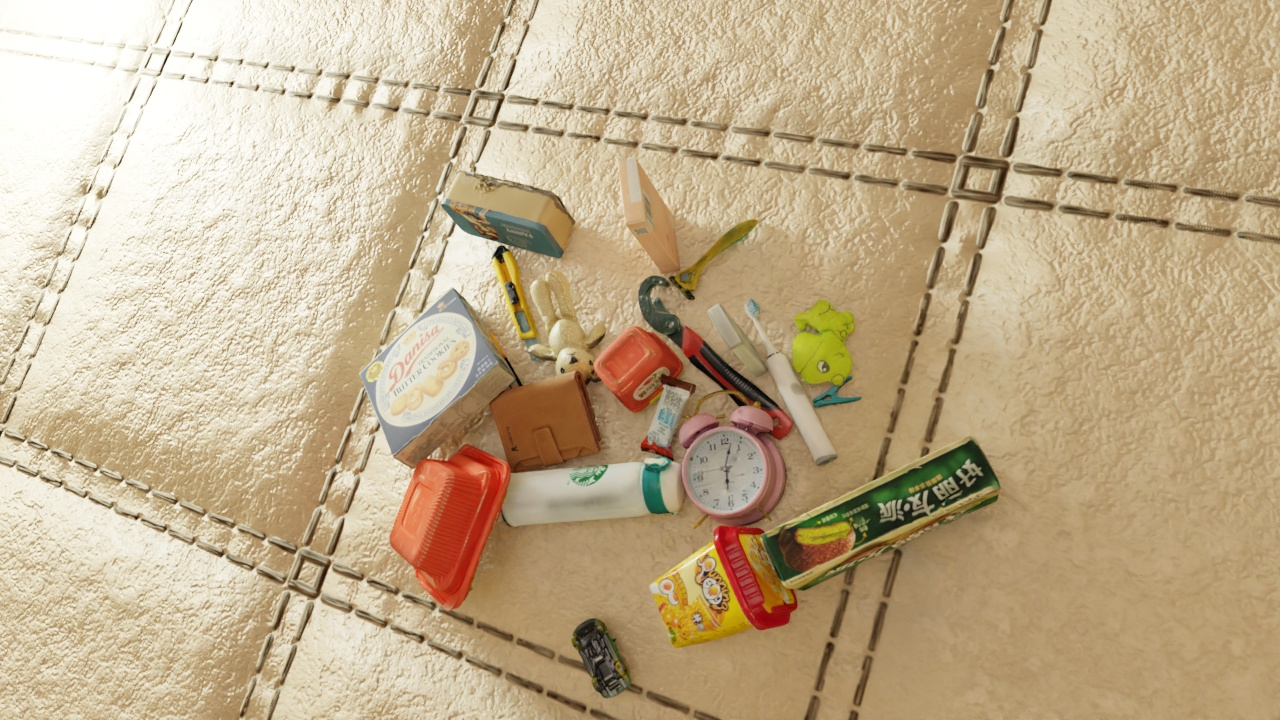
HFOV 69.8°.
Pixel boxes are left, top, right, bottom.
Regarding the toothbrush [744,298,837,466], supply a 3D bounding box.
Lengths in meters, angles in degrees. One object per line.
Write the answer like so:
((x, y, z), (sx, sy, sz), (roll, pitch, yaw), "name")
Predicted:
((0.172, 0.022, 1.083), (0.026, 0.026, 0.221), (-48, 57, 44), "toothbrush")

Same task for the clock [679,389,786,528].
((0.102, 0.112, 1.060), (0.117, 0.059, 0.158), (-11, 72, 20), "clock")

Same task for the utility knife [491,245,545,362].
((-0.164, -0.077, 1.239), (0.033, 0.015, 0.190), (-28, 67, 13), "utility knife")

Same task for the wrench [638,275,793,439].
((0.085, -0.004, 1.124), (0.273, 0.016, 0.056), (48, 110, 24), "wrench")

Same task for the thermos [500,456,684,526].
((-0.056, 0.157, 1.102), (0.224, 0.073, 0.073), (-7, 72, 18), "thermos")

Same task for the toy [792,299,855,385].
((0.212, -0.018, 1.077), (0.097, 0.031, 0.100), (33, 85, 31), "toy")

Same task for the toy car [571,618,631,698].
((-0.044, 0.344, 1.061), (0.043, 0.036, 0.091), (-35, 67, 8), "toy car")

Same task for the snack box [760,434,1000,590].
((0.253, 0.164, 0.963), (0.240, 0.114, 0.063), (-28, 68, 10), "snack box")

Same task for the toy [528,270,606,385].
((-0.098, -0.039, 1.176), (0.105, 0.066, 0.157), (-18, 76, -4), "toy")

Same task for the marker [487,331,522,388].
((-0.178, 0.012, 1.220), (0.018, 0.015, 0.124), (-37, 68, 8), "marker")

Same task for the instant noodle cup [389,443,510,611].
((-0.241, 0.194, 1.120), (0.165, 0.079, 0.188), (8, 77, 58), "instant noodle cup")

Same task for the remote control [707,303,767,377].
((0.112, -0.021, 1.056), (0.019, 0.135, 0.056), (-32, 67, 10), "remote control")

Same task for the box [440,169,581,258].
((-0.172, -0.196, 1.237), (0.184, 0.090, 0.063), (19, 75, 25), "box")

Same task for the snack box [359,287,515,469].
((-0.272, 0.020, 1.206), (0.178, 0.046, 0.182), (-42, 48, 4), "snack box")

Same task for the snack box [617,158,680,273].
((0.012, -0.174, 1.125), (0.026, 0.157, 0.084), (-12, 70, 14), "snack box")

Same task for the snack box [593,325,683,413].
((-0.007, 0.007, 1.122), (0.091, 0.080, 0.082), (-44, 65, 3), "snack box")

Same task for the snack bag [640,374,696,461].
((0.032, 0.070, 1.104), (0.048, 0.026, 0.104), (19, 103, 16), "snack bag")

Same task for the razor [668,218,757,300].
((0.096, -0.135, 1.157), (0.132, 0.028, 0.043), (-41, 62, 2), "razor")

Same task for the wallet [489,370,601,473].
((-0.120, 0.079, 1.149), (0.132, 0.031, 0.108), (-15, 93, 25), "wallet")

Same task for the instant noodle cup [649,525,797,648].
((0.088, 0.253, 1.006), (0.124, 0.116, 0.116), (-32, 66, 21), "instant noodle cup")

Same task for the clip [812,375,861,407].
((0.226, 0.040, 1.065), (0.055, 0.013, 0.034), (-26, 67, 12), "clip")
